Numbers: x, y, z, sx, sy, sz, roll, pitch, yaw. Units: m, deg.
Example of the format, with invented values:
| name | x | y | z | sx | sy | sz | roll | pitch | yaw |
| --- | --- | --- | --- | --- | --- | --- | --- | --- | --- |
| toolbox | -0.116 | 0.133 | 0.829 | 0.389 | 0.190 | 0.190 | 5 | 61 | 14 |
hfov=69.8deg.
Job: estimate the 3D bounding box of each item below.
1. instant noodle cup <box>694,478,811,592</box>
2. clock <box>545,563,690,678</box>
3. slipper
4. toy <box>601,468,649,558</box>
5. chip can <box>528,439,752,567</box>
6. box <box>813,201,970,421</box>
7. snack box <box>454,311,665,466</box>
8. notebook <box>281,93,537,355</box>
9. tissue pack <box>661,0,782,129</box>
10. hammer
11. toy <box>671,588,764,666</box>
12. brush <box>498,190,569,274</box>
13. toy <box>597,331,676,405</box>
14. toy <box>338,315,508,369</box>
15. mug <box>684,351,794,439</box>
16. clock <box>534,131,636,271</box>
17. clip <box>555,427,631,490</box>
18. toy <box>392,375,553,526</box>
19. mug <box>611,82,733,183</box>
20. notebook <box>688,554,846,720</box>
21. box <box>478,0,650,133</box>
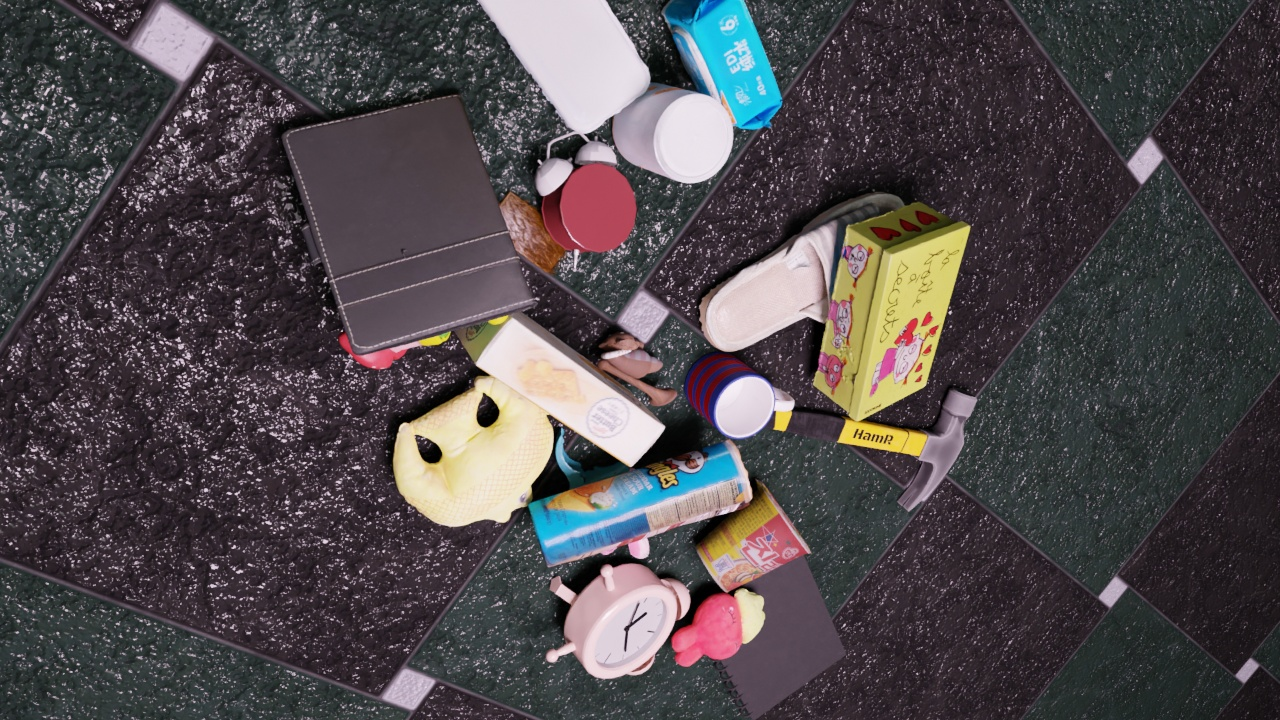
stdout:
| name | x | y | z | sx | sy | sz | roll | pitch | yaw |
| --- | --- | --- | --- | --- | --- | --- | --- | --- | --- |
| instant noodle cup | 0.131 | 0.220 | 1.099 | 0.112 | 0.100 | 0.100 | -36 | 120 | 2 |
| clock | -0.027 | 0.300 | 1.078 | 0.160 | 0.086 | 0.131 | 27 | 98 | -39 |
| slipper | 0.189 | -0.095 | 1.019 | 0.272 | 0.054 | 0.114 | -31 | 124 | -8 |
| toy | -0.014 | 0.178 | 1.043 | 0.063 | 0.047 | 0.110 | 0 | 114 | -14 |
| chip can | 0.000 | 0.153 | 0.976 | 0.229 | 0.080 | 0.080 | -16 | 116 | -10 |
| box | 0.273 | -0.054 | 1.011 | 0.124 | 0.079 | 0.221 | -20 | 135 | -29 |
| snack box | -0.080 | 0.019 | 0.916 | 0.208 | 0.104 | 0.057 | 37 | 93 | -30 |
| notebook | -0.202 | -0.120 | 0.791 | 0.169 | 0.029 | 0.209 | -18 | 78 | -17 |
| tissue pack | 0.075 | -0.289 | 0.868 | 0.061 | 0.093 | 0.144 | -29 | 119 | -2 |
| hammer | 0.268 | 0.094 | 1.141 | 0.324 | 0.034 | 0.170 | 12 | 106 | -25 |
| toy | 0.096 | 0.329 | 1.126 | 0.135 | 0.045 | 0.092 | -18 | 114 | -25 |
| brush | -0.123 | -0.134 | 0.887 | 0.126 | 0.017 | 0.048 | 35 | 94 | -30 |
| toy | -0.006 | 0.006 | 0.979 | 0.101 | 0.042 | 0.054 | 29 | 58 | -39 |
| toy | -0.191 | -0.042 | 0.838 | 0.131 | 0.124 | 0.097 | -38 | 92 | 11 |
| mug | 0.115 | 0.038 | 1.024 | 0.111 | 0.076 | 0.075 | 3 | 109 | -24 |
| clock | -0.053 | -0.156 | 0.883 | 0.087 | 0.044 | 0.124 | -29 | 110 | -27 |
| clip | -0.049 | 0.121 | 1.006 | 0.118 | 0.033 | 0.120 | -18 | 113 | 2 |
| toy | -0.162 | 0.100 | 0.939 | 0.170 | 0.064 | 0.155 | -34 | 114 | -9 |
| mug | 0.029 | -0.217 | 0.868 | 0.082 | 0.105 | 0.082 | -8 | 113 | -21 |
| notebook | 0.170 | 0.359 | 1.211 | 0.169 | 0.019 | 0.231 | -31 | 119 | -10 |
| box | -0.078 | -0.310 | 0.819 | 0.118 | 0.063 | 0.214 | -38 | 121 | -3 |
